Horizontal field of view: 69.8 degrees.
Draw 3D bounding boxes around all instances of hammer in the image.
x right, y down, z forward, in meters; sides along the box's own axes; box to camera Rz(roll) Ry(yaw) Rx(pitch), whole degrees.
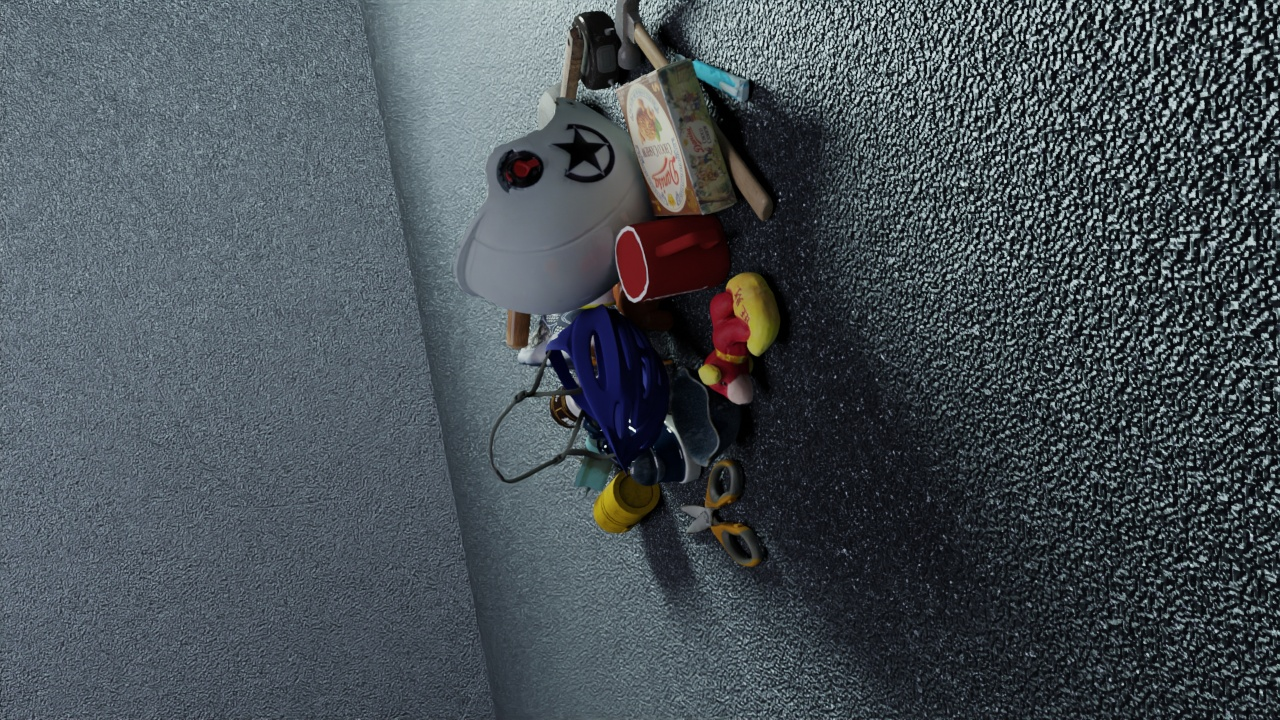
[{"bbox_3d":[0.047,-0.265,0.945,0.119,0.030,0.331,88,158,-58],"label":"hammer"},{"bbox_3d":[-0.181,-0.166,1.427,0.158,0.037,0.301,-110,25,-81],"label":"hammer"}]

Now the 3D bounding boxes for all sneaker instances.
[{"bbox_3d":[-0.036,0.092,1.243,0.294,0.127,0.121,-142,42,-61],"label":"sneaker"},{"bbox_3d":[-0.125,-0.053,1.453,0.270,0.103,0.132,178,95,-68],"label":"sneaker"}]

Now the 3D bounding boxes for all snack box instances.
[{"bbox_3d":[0.033,-0.222,0.940,0.147,0.041,0.143,71,166,-15],"label":"snack box"}]

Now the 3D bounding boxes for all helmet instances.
[{"bbox_3d":[-0.079,0.046,1.078,0.148,0.227,0.241,66,180,-46],"label":"helmet"},{"bbox_3d":[-0.080,-0.152,1.066,0.164,0.263,0.237,34,156,15],"label":"helmet"}]

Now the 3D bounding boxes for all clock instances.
[{"bbox_3d":[-0.052,-0.381,1.124,0.122,0.043,0.091,-126,27,-52],"label":"clock"},{"bbox_3d":[-0.064,0.143,1.405,0.090,0.053,0.124,-70,0,-73],"label":"clock"}]

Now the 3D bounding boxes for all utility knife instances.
[{"bbox_3d":[0.066,-0.289,0.917,0.158,0.015,0.022,-129,25,-51],"label":"utility knife"}]

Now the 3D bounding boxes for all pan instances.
[{"bbox_3d":[-0.100,-0.313,1.220,0.358,0.040,0.207,102,151,-67],"label":"pan"}]

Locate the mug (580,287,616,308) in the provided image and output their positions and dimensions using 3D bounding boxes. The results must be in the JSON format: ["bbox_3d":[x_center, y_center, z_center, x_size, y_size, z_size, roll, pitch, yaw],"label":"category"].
[{"bbox_3d":[-0.066,-0.130,1.247,0.082,0.082,0.106,-155,56,-64],"label":"mug"}]

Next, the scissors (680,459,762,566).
[{"bbox_3d":[0.088,0.179,1.126,0.225,0.016,0.166,-174,73,-70],"label":"scissors"}]

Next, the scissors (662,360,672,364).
[{"bbox_3d":[0.008,0.013,1.210,0.133,0.083,0.012,-10,60,46],"label":"scissors"}]

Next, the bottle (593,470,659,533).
[{"bbox_3d":[-0.027,0.215,1.361,0.164,0.071,0.071,125,129,-62],"label":"bottle"}]

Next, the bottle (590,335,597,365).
[{"bbox_3d":[-0.049,-0.032,1.250,0.157,0.067,0.068,156,100,-77],"label":"bottle"}]

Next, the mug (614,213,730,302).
[{"bbox_3d":[0.038,-0.114,0.973,0.117,0.096,0.080,148,108,-68],"label":"mug"}]

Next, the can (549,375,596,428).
[{"bbox_3d":[-0.098,0.066,1.452,0.129,0.071,0.072,151,106,-68],"label":"can"}]

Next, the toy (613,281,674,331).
[{"bbox_3d":[-0.003,-0.083,1.165,0.127,0.065,0.095,-126,36,-65],"label":"toy"}]

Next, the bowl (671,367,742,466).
[{"bbox_3d":[0.079,0.059,1.026,0.110,0.055,0.110,167,90,-69],"label":"bowl"}]

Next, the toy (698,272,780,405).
[{"bbox_3d":[0.096,-0.027,0.931,0.105,0.067,0.138,-119,34,-46],"label":"toy"}]
